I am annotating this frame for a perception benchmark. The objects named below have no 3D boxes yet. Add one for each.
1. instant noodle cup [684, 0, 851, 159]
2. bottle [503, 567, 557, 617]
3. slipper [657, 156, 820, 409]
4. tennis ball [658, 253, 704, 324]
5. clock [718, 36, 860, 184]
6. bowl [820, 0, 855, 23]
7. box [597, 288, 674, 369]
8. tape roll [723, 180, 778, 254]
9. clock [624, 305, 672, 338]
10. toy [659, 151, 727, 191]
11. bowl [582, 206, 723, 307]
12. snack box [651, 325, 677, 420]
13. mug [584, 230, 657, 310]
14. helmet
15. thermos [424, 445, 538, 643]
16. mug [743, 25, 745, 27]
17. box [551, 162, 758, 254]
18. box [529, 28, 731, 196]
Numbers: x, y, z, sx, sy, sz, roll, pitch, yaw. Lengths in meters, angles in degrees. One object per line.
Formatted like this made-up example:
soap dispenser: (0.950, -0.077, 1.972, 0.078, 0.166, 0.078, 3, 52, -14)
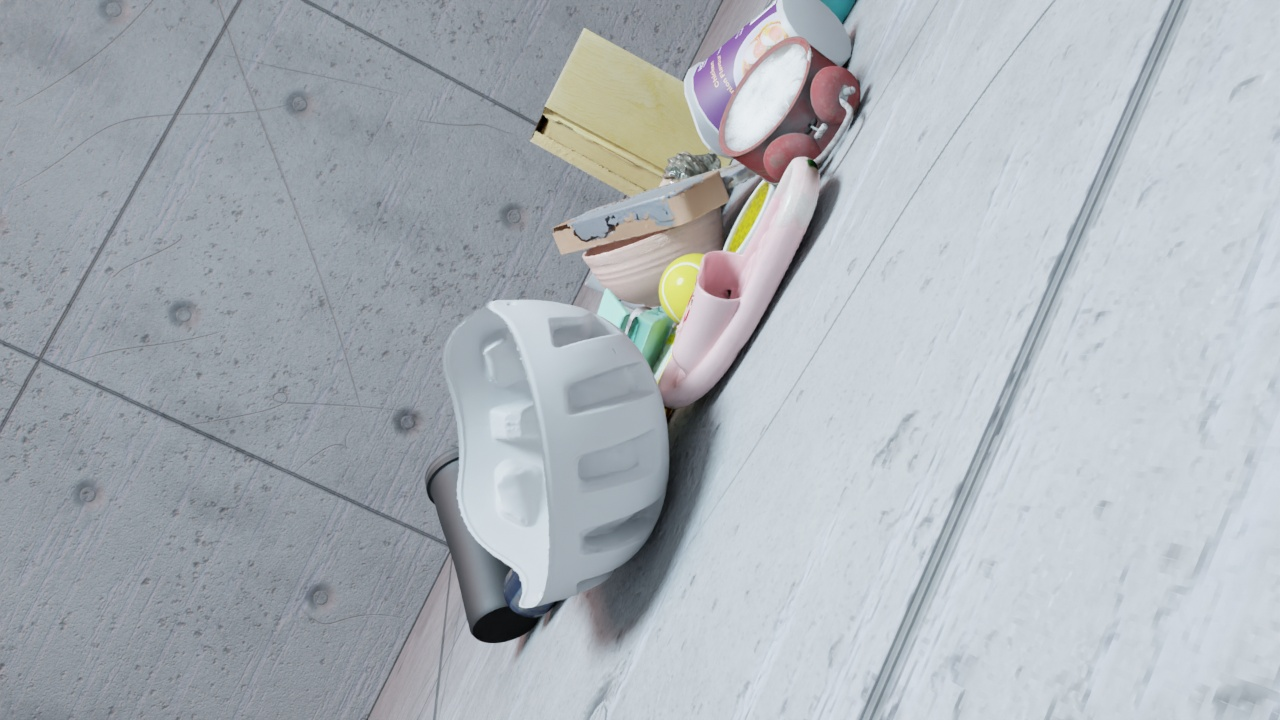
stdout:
instant noodle cup: (0.122, -0.266, 0.854, 0.122, 0.122, 0.136, -40, 14, 47)
bottle: (-0.080, 0.184, 0.869, 0.161, 0.056, 0.056, -57, 10, 37)
slipper: (0.070, -0.059, 0.707, 0.222, 0.055, 0.106, -59, 8, 26)
tennis ball: (0.049, -0.061, 0.803, 0.065, 0.065, 0.065, -61, 9, 16)
clock: (0.129, -0.195, 0.745, 0.110, 0.062, 0.156, -56, 28, 14)
bowl: (0.191, -0.372, 0.946, 0.121, 0.046, 0.121, -61, 9, 16)
box: (-0.042, 0.027, 0.882, 0.077, 0.080, 0.189, -32, -35, -63)
tape roll: (0.102, -0.120, 0.819, 0.094, 0.019, 0.094, -60, 9, 16)
clock: (-0.006, 0.006, 0.975, 0.160, 0.061, 0.119, -50, 14, 41)
toy: (0.049, -0.172, 1.099, 0.176, 0.076, 0.132, -61, -16, 3)
bowl: (0.023, -0.102, 0.950, 0.153, 0.076, 0.153, -20, 13, 5)
snack box: (0.013, 0.040, 0.845, 0.149, 0.025, 0.061, -63, 8, 0)
mug: (-0.013, -0.121, 1.241, 0.083, 0.096, 0.119, -61, 9, 17)
helmet: (-0.071, 0.060, 0.697, 0.282, 0.184, 0.224, 171, 87, -87)
thermos: (-0.171, 0.197, 1.014, 0.106, 0.105, 0.218, -58, 38, 31)
mug: (0.135, -0.321, 1.009, 0.111, 0.081, 0.085, -65, 9, -9)
box: (0.020, -0.163, 0.953, 0.150, 0.043, 0.217, -27, 13, -36)
box: (-0.007, -0.295, 1.226, 0.185, 0.248, 0.141, -55, 13, 47)
